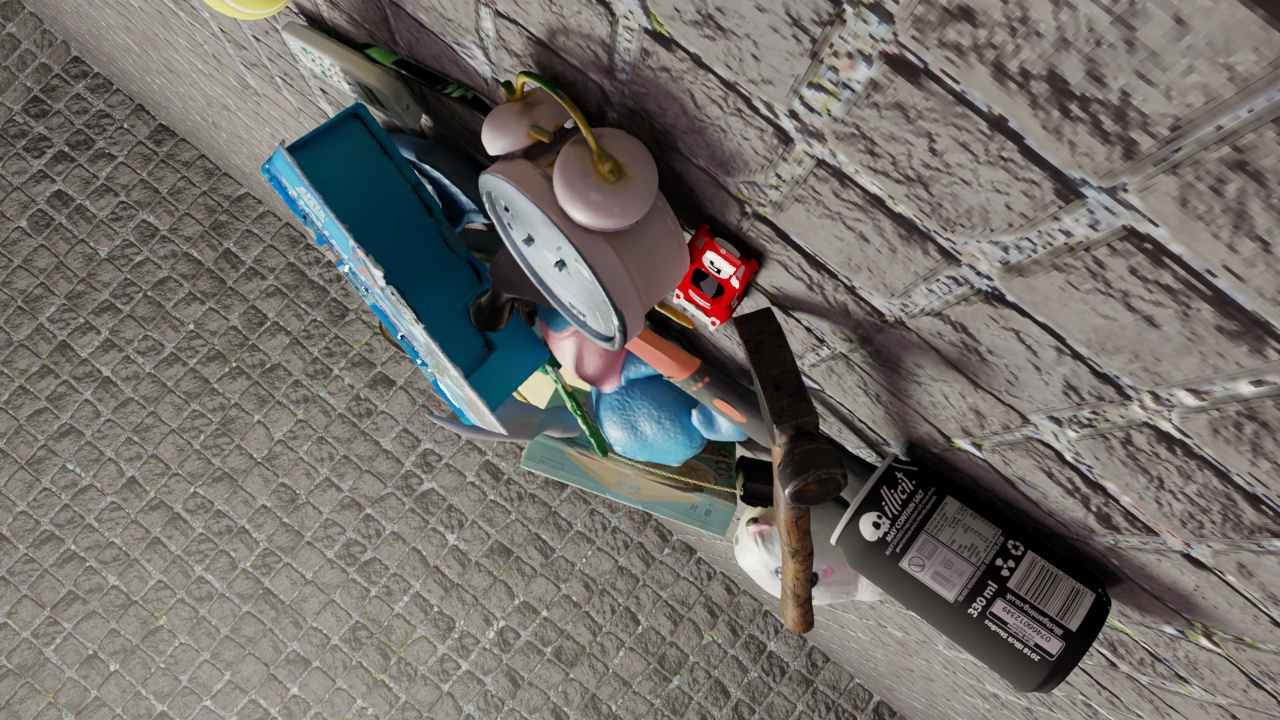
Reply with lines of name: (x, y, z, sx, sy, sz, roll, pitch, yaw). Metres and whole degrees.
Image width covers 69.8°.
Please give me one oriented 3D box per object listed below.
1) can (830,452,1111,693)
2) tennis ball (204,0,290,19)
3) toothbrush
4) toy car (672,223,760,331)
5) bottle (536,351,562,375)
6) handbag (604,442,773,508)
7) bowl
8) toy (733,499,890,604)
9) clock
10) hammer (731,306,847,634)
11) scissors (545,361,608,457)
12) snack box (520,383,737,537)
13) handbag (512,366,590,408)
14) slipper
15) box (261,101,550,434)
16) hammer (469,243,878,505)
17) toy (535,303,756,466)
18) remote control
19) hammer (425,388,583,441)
can: (0.196, 0.126, 0.554, 0.146, 0.080, 0.080, 35, 169, 20)
tennis ball: (-0.234, -0.235, 0.539, 0.065, 0.065, 0.065, 38, 170, 8)
toothbrush: (-0.120, -0.170, 0.570, 0.188, 0.014, 0.017, 33, 155, 29)
toy car: (0.040, -0.046, 0.513, 0.038, 0.025, 0.089, 38, 169, 6)
bottle: (-0.128, -0.013, 0.929, 0.110, 0.042, 0.042, 10, 154, 35)
handbag: (0.054, 0.096, 0.799, 0.178, 0.027, 0.084, 12, -168, 1)
bowl: (-0.152, -0.065, 0.835, 0.160, 0.094, 0.159, 10, -156, -5)
toy: (0.176, 0.180, 0.845, 0.180, 0.101, 0.139, 17, 152, 11)
clock: (-0.032, -0.079, 0.477, 0.117, 0.058, 0.158, 39, 161, 36)
hammer: (0.100, 0.104, 0.612, 0.331, 0.033, 0.119, 75, -179, -54)
scissors: (-0.057, 0.027, 0.728, 0.112, 0.012, 0.131, 53, 173, 36)
snack box: (-0.005, 0.090, 0.869, 0.193, 0.044, 0.141, 19, -162, -1)
handbag: (-0.095, -0.006, 1.020, 0.233, 0.088, 0.191, 38, 154, 5)
slipper: (-0.179, -0.141, 0.774, 0.104, 0.059, 0.214, 43, 167, -32)
box: (-0.155, -0.067, 0.660, 0.114, 0.113, 0.243, -11, 120, 53)
hammer: (0.046, 0.015, 0.625, 0.333, 0.033, 0.133, 33, 135, -5)
toy: (-0.004, 0.004, 0.725, 0.191, 0.098, 0.224, 55, 157, -21)
remote control: (-0.210, -0.212, 0.670, 0.133, 0.022, 0.050, 33, 168, 29)
hammer: (-0.169, -0.015, 0.873, 0.124, 0.030, 0.311, 1, -152, -31)
